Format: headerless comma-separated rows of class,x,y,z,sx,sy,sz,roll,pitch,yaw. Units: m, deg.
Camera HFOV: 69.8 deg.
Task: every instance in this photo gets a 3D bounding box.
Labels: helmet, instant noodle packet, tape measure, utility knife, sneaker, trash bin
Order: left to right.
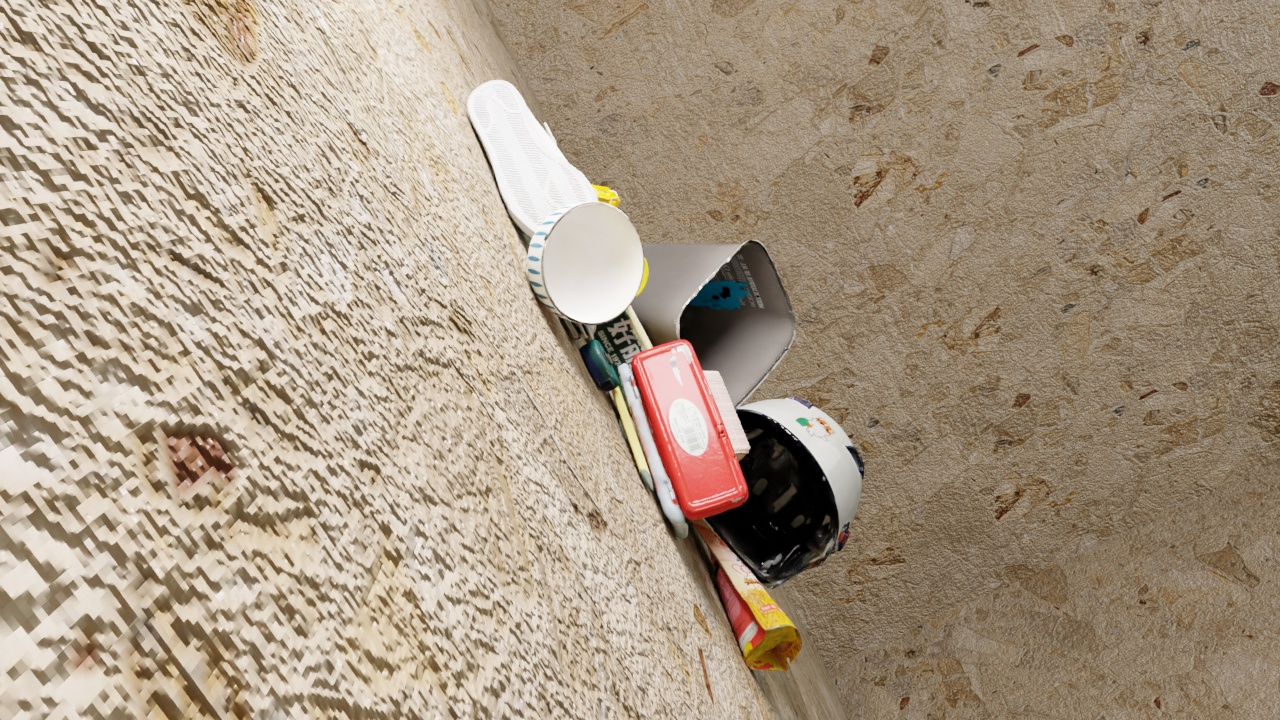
sneaker,-0.113,-0.196,1.004,0.242,0.089,0.091,59,-3,25
instant noodle packet,-0.090,-0.199,1.119,0.110,0.128,0.044,-104,-154,-78
tape measure,-0.043,0.004,0.999,0.058,0.025,0.054,63,3,8
utility knife,-0.015,0.064,1.016,0.031,0.019,0.182,67,6,-52
trash bin,0.070,-0.065,1.320,0.220,0.198,0.199,18,-34,48
helmet,0.190,0.150,1.183,0.230,0.156,0.275,46,-40,21

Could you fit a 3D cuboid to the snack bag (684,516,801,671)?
snack bag,0.125,0.293,1.164,0.129,0.073,0.207,60,-2,-36

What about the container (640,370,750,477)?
container,0.064,0.082,1.095,0.090,0.090,0.110,3,52,-39

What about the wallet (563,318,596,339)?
wallet,-0.076,-0.076,1.004,0.106,0.037,0.129,62,4,-12

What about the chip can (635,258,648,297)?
chip can,-0.056,-0.129,1.116,0.071,0.071,0.210,62,-6,-25

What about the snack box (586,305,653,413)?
snack box,-0.007,0.007,1.190,0.240,0.063,0.114,61,5,-35

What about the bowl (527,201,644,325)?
bowl,-0.061,-0.095,0.886,0.066,0.116,0.116,14,-41,53

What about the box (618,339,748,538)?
box,0.046,0.087,1.022,0.100,0.094,0.201,84,-13,-66
